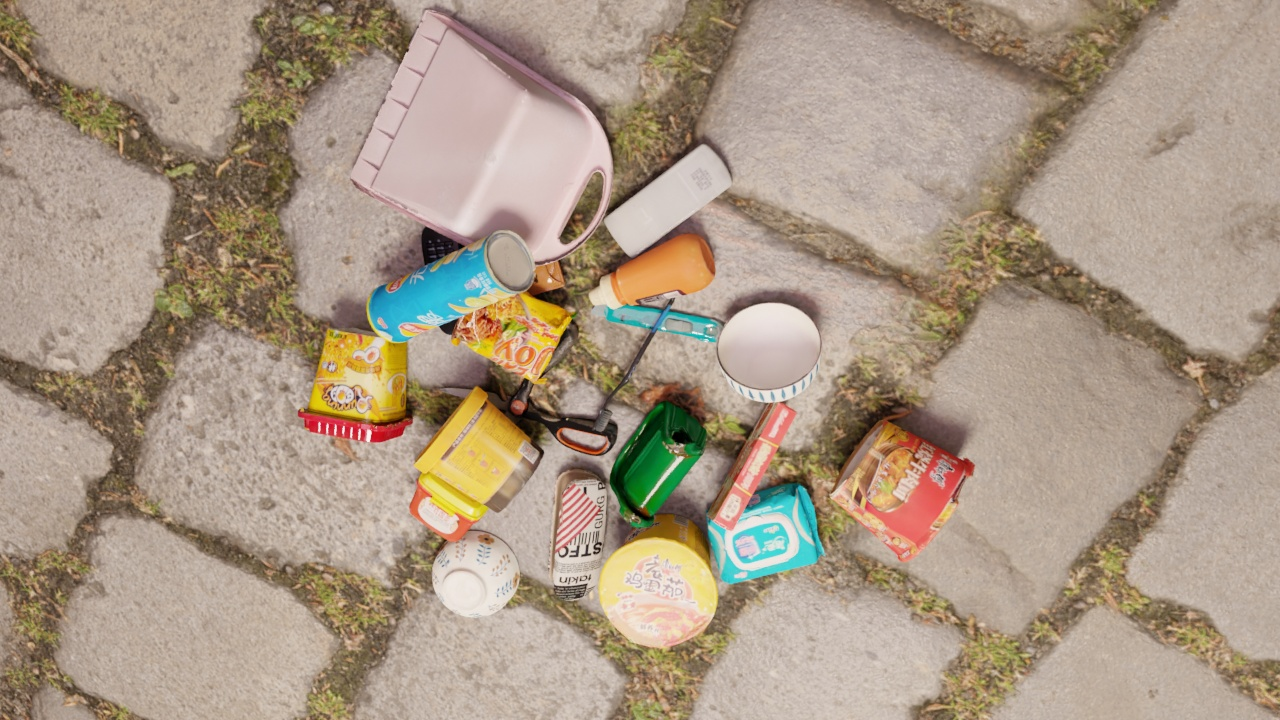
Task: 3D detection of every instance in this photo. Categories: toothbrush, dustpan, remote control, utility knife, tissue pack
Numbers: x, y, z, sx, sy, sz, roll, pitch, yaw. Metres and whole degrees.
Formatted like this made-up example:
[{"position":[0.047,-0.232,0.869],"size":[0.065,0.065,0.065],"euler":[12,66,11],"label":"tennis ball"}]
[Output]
[{"position":[-0.006,0.006,1.080],"size":[0.016,0.014,0.190],"euler":[30,103,-5],"label":"toothbrush"},{"position":[-0.172,-0.230,1.043],"size":[0.273,0.138,0.223],"euler":[40,105,32],"label":"dustpan"},{"position":[-0.229,-0.098,1.098],"size":[0.053,0.024,0.136],"euler":[-3,106,13],"label":"remote control"},{"position":[0.023,-0.045,1.079],"size":[0.166,0.013,0.029],"euler":[10,100,6],"label":"utility knife"},{"position":[0.032,-0.181,1.040],"size":[0.150,0.021,0.058],"euler":[-35,96,15],"label":"remote control"},{"position":[0.149,0.208,1.104],"size":[0.134,0.050,0.093],"euler":[-19,99,12],"label":"tissue pack"}]

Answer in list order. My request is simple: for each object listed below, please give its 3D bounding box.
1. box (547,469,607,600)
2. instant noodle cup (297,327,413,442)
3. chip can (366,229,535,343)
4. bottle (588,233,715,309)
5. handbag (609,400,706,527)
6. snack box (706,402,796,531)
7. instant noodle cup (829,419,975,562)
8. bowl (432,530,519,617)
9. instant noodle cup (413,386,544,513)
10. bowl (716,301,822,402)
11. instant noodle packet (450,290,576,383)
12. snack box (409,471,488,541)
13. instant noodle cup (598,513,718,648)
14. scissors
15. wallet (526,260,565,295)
[{"position":[-0.080,0.213,1.147],"size":[0.075,0.082,0.163],"euler":[-3,105,-26],"label":"box"},{"position":[-0.336,0.027,1.107],"size":[0.116,0.116,0.123],"euler":[9,93,7],"label":"instant noodle cup"},{"position":[-0.213,-0.079,1.013],"size":[0.211,0.071,0.071],"euler":[-17,102,38],"label":"chip can"},{"position":[0.009,-0.094,1.047],"size":[0.150,0.066,0.067],"euler":[-18,100,20],"label":"bottle"},{"position":[0.019,0.120,1.066],"size":[0.068,0.120,0.131],"euler":[34,104,-7],"label":"handbag"},{"position":[0.126,0.119,1.049],"size":[0.025,0.075,0.153],"euler":[29,86,0],"label":"snack box"},{"position":[0.286,0.140,1.031],"size":[0.108,0.137,0.138],"euler":[34,106,8],"label":"instant noodle cup"},{"position":[-0.217,0.281,1.172],"size":[0.113,0.062,0.113],"euler":[2,103,9],"label":"bowl"},{"position":[-0.186,0.110,1.084],"size":[0.114,0.118,0.119],"euler":[38,106,-9],"label":"instant noodle cup"},{"position":[0.147,-0.001,1.034],"size":[0.116,0.116,0.066],"euler":[-6,147,10],"label":"bowl"},{"position":[-0.149,-0.037,1.067],"size":[0.128,0.044,0.111],"euler":[28,113,-1],"label":"instant noodle packet"},{"position":[-0.235,0.172,1.136],"size":[0.091,0.081,0.080],"euler":[36,124,-1],"label":"snack box"},{"position":[0.026,0.255,1.103],"size":[0.138,0.109,0.138],"euler":[2,104,7],"label":"instant noodle cup"},{"position":[-0.132,0.048,1.121],"size":[0.233,0.021,0.221],"euler":[20,106,2],"label":"scissors"},{"position":[-0.154,-0.136,1.075],"size":[0.108,0.031,0.132],"euler":[-14,103,13],"label":"wallet"}]
